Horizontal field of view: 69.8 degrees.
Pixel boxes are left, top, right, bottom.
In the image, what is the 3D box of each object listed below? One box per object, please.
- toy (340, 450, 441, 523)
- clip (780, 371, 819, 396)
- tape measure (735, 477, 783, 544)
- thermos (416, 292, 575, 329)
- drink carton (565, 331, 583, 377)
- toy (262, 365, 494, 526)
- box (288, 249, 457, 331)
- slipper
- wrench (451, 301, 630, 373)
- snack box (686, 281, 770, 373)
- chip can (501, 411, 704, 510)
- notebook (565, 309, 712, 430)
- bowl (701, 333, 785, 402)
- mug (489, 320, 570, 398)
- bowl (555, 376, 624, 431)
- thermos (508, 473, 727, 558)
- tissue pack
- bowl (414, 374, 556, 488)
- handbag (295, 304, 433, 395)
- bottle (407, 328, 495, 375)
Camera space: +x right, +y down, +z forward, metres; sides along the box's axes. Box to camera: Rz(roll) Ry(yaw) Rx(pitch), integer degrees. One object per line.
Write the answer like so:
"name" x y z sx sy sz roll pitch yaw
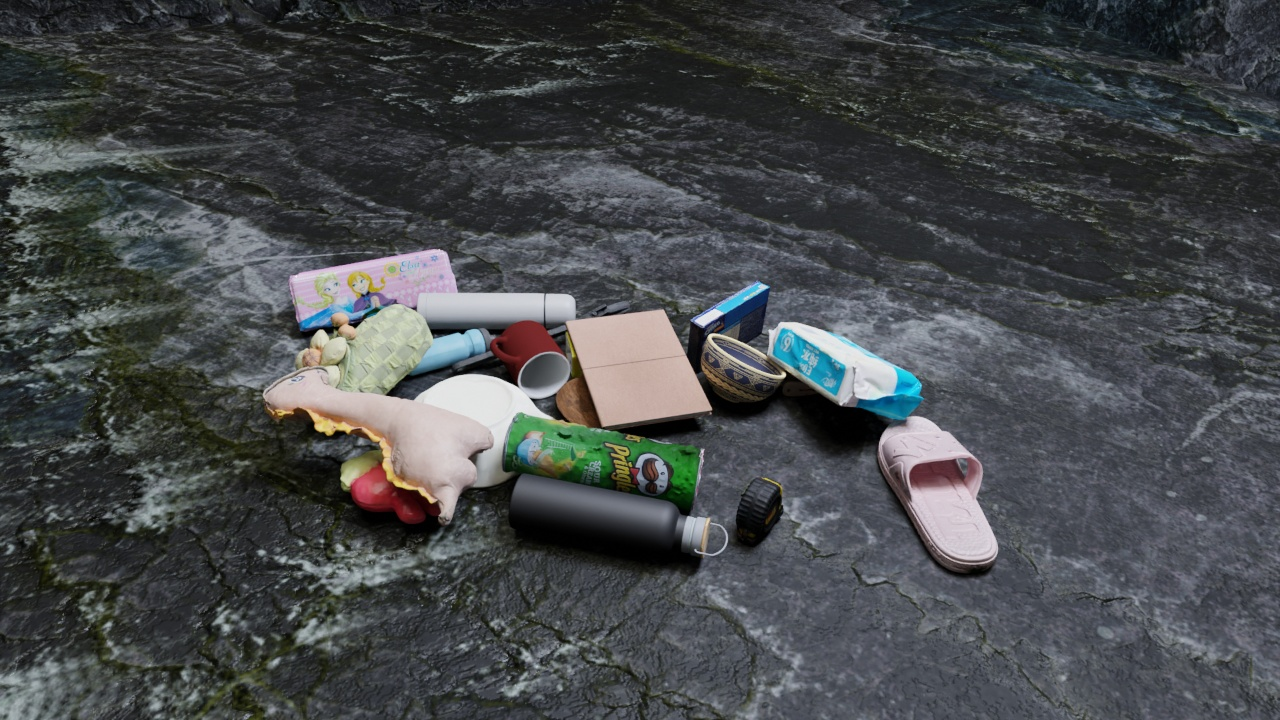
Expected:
"toy" -0.276 0.140 1.026 0.135 0.045 0.091 25 37 26
"clip" 0.216 0.036 1.220 0.061 0.025 0.043 7 35 0
"tape measure" 0.128 0.161 1.004 0.038 0.063 0.067 22 41 26
"thermos" -0.206 -0.071 1.326 0.224 0.052 0.052 0 35 -3
"drink carton" -0.032 -0.014 1.263 0.134 0.043 0.058 -6 41 -12
"toy" -0.298 0.083 1.001 0.264 0.065 0.195 13 33 1
"box" -0.398 -0.105 1.363 0.230 0.085 0.097 -14 6 -21
"slipper" 0.340 0.135 1.052 0.094 0.064 0.238 -1 37 -5
"wrench" -0.134 -0.033 1.282 0.272 0.073 0.018 -21 79 -21
"snack box" 0.123 -0.048 1.285 0.027 0.082 0.149 30 43 32
"chip can" -0.043 0.112 1.033 0.223 0.076 0.075 11 36 2
"notebook" -0.007 0.007 1.200 0.141 0.008 0.209 -8 42 -14
"bowl" 0.125 0.019 1.197 0.112 0.061 0.112 24 16 -8
"mug" -0.154 -0.006 1.202 0.105 0.073 0.082 19 21 -39
"bowl" -0.053 0.062 1.166 0.101 0.026 0.114 -21 43 -28
"thermos" -0.022 0.172 0.981 0.231 0.061 0.061 9 36 10
"tissue pack" 0.254 0.008 1.180 0.117 0.066 0.209 12 16 -29
"bowl" -0.206 0.072 1.117 0.219 0.060 0.188 -2 35 -4
"handbag" -0.357 -0.008 1.154 0.113 0.117 0.186 30 69 40
"bottle" -0.259 -0.014 1.253 0.129 0.040 0.040 -17 39 -25
